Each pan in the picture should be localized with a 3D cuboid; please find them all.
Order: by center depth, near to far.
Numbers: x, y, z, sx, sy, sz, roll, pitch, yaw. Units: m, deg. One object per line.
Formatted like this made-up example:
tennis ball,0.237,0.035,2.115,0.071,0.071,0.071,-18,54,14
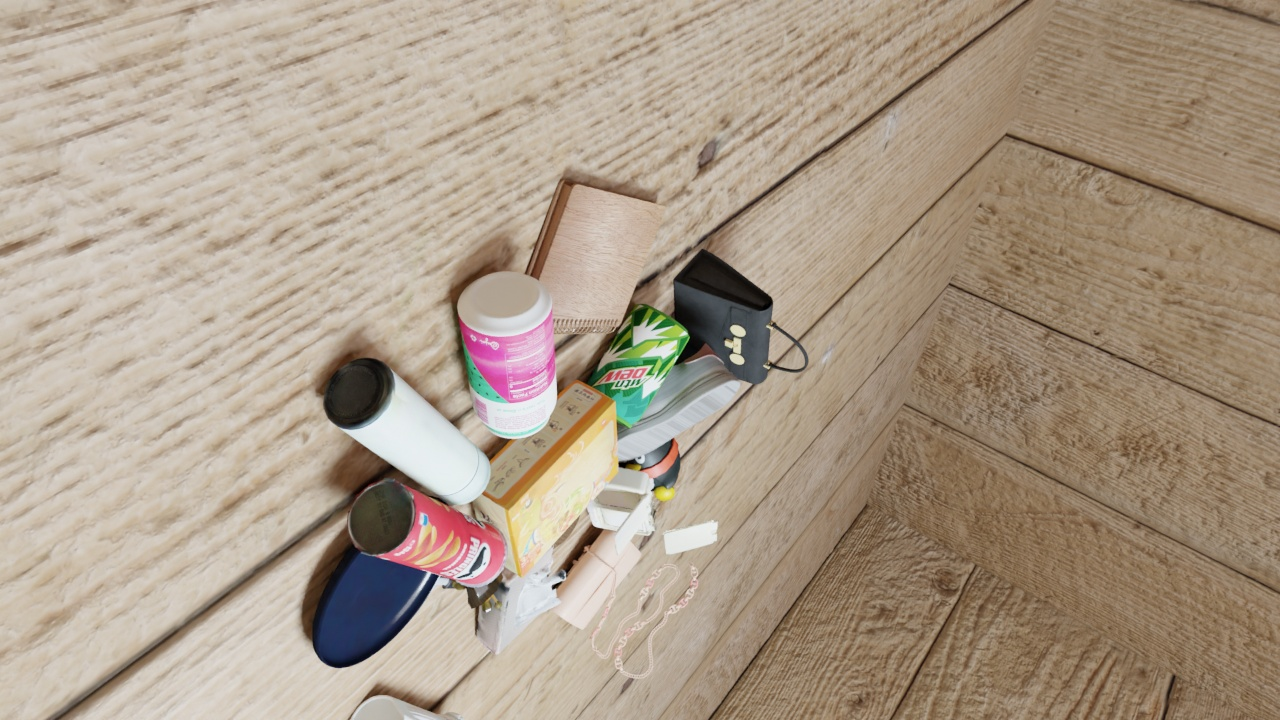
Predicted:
pan,-0.247,0.248,1.036,0.198,0.021,0.356,-61,160,-5

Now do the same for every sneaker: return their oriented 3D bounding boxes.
sneaker,0.016,0.056,1.249,0.236,0.089,0.099,-30,153,10

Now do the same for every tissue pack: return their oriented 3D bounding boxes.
tissue pack,-0.156,0.306,1.204,0.103,0.071,0.182,-36,151,-40

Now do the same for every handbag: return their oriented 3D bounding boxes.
handbag,0.150,-0.037,1.295,0.072,0.196,0.176,-48,153,-27
handbag,-0.021,0.353,1.394,0.198,0.187,0.117,-51,162,-12

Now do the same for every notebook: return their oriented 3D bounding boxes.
notebook,-0.055,-0.108,1.029,0.210,0.022,0.169,-5,119,-62

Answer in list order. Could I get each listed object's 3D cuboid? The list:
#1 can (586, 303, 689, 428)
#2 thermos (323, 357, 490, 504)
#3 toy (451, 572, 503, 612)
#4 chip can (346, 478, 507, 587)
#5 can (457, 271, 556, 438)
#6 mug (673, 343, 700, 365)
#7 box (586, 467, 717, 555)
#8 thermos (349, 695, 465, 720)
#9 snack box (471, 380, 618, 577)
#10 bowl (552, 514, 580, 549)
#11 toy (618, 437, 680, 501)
can,-0.007,0.007,1.171,0.144,0.083,0.083,-59,156,-6
thermos,-0.211,0.074,0.861,0.067,0.068,0.230,-55,156,-15
toy,-0.189,0.265,1.085,0.076,0.062,0.100,-94,171,-45
chip can,-0.205,0.175,0.911,0.073,0.073,0.233,-57,159,-10
can,-0.129,-0.004,0.910,0.088,0.088,0.166,-43,151,-35
mug,0.052,0.025,1.315,0.105,0.077,0.071,-54,155,-16
box,0.007,0.234,1.284,0.144,0.194,0.100,78,23,-53
thermos,-0.277,0.475,1.141,0.099,0.099,0.221,-52,151,-20
snack box,-0.115,0.138,1.102,0.194,0.081,0.145,-45,151,-33
bowl,-0.114,0.219,1.257,0.117,0.030,0.118,-45,151,-33
toy,0.007,0.133,1.334,0.099,0.098,0.119,-60,138,-43
